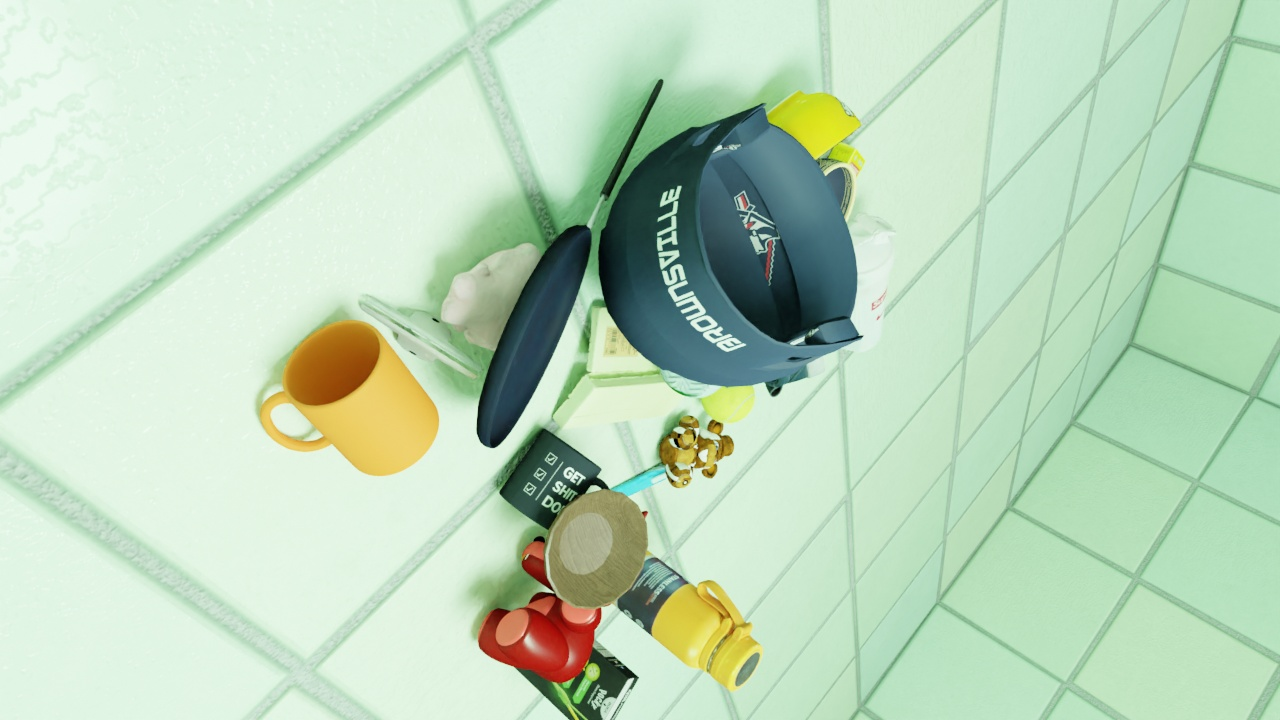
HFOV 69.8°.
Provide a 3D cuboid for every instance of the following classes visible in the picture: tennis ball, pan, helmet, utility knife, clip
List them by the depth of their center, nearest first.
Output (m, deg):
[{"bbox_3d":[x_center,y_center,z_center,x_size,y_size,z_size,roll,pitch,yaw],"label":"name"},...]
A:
[{"bbox_3d":[-0.171,-0.015,0.713,0.040,0.101,0.054,-55,-169,0],"label":"clip"},{"bbox_3d":[-0.057,-0.091,0.778,0.199,0.021,0.356,102,12,-78],"label":"pan"},{"bbox_3d":[0.087,-0.096,0.828,0.271,0.224,0.232,-27,96,-30],"label":"helmet"},{"bbox_3d":[-0.006,0.148,1.095,0.123,0.015,0.022,-17,116,-43],"label":"utility knife"},{"bbox_3d":[0.106,0.044,1.110,0.065,0.065,0.065,-33,139,-34],"label":"tennis ball"}]

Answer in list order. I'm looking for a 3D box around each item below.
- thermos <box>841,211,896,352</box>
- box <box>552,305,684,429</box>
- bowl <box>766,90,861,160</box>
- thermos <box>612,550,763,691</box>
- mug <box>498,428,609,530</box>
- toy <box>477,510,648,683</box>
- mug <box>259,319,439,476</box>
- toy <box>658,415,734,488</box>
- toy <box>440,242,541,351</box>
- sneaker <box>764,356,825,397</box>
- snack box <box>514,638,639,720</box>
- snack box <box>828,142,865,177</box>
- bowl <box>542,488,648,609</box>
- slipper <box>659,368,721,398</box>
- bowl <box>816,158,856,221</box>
[{"bbox_3d":[0.285,-0.101,1.211,0.099,0.099,0.221,-47,150,-17],"label":"thermos"},{"bbox_3d":[-0.001,0.009,0.966,0.187,0.047,0.141,0,114,-53],"label":"box"},{"bbox_3d":[0.158,-0.231,0.937,0.117,0.067,0.117,-36,-175,3],"label":"bowl"},{"bbox_3d":[0.032,0.277,1.048,0.076,0.233,0.092,-32,138,-34],"label":"thermos"},{"bbox_3d":[-0.077,0.128,0.915,0.105,0.071,0.077,38,84,-25],"label":"mug"},{"bbox_3d":[-0.078,0.243,0.979,0.196,0.120,0.159,-54,-175,-25],"label":"toy"},{"bbox_3d":[-0.220,0.036,0.677,0.112,0.077,0.096,-24,141,-1],"label":"mug"},{"bbox_3d":[0.070,0.109,1.118,0.112,0.067,0.087,0,102,-39],"label":"toy"},{"bbox_3d":[-0.124,-0.050,0.740,0.095,0.053,0.099,-6,124,-59],"label":"toy"},{"bbox_3d":[0.149,-0.055,1.075,0.087,0.089,0.236,-24,126,3],"label":"sneaker"},{"bbox_3d":[-0.080,0.346,1.034,0.080,0.148,0.025,-60,147,3],"label":"snack box"},{"bbox_3d":[0.219,-0.187,1.106,0.040,0.029,0.148,19,101,-57],"label":"snack box"},{"bbox_3d":[-0.048,0.180,0.891,0.117,0.030,0.118,-4,98,-35],"label":"bowl"},{"bbox_3d":[0.108,-0.067,0.960,0.245,0.104,0.074,-56,158,0],"label":"slipper"},{"bbox_3d":[0.187,-0.179,1.039,0.112,0.061,0.113,-33,139,-34],"label":"bowl"}]
